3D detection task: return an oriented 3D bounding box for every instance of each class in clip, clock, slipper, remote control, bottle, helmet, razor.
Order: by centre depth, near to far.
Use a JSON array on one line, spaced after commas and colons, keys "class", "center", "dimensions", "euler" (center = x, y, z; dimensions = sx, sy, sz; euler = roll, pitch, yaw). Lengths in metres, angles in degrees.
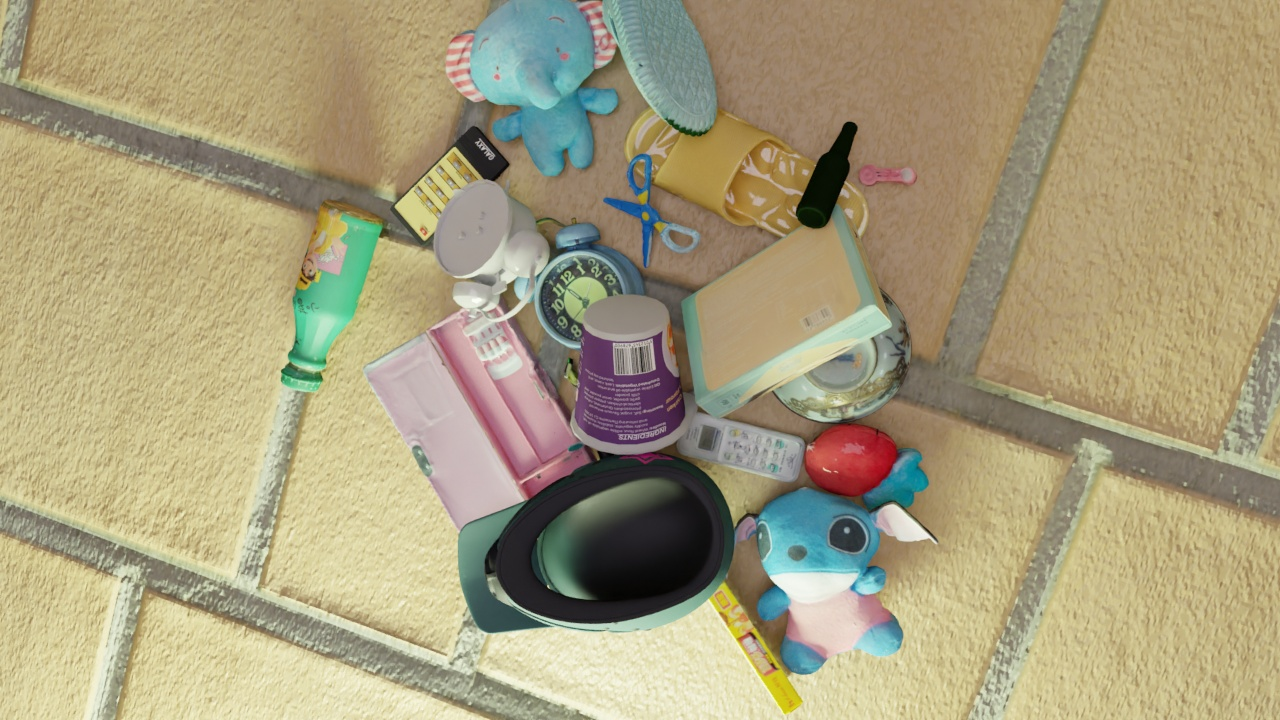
[{"class": "bottle", "center": [0.185, -0.183, 0.887], "dimensions": [0.033, 0.033, 0.122], "euler": [24, 65, 6]}, {"class": "slipper", "center": [0.004, -0.341, 0.903], "dimensions": [0.070, 0.115, 0.276], "euler": [-22, 71, 40]}, {"class": "helmet", "center": [-0.045, 0.190, 0.922], "dimensions": [0.274, 0.200, 0.176], "euler": [-12, 79, -12]}, {"class": "clip", "center": [0.251, -0.185, 0.923], "dimensions": [0.059, 0.045, 0.023], "euler": [5, 93, -5]}, {"class": "slipper", "center": [0.108, -0.187, 0.924], "dimensions": [0.263, 0.078, 0.099], "euler": [27, 99, 3]}, {"class": "clock", "center": [-0.155, -0.114, 0.945], "dimensions": [0.120, 0.061, 0.159], "euler": [-35, 58, 22]}, {"class": "clock", "center": [-0.067, -0.078, 0.972], "dimensions": [0.118, 0.060, 0.162], "euler": [-44, 84, 12]}, {"class": "remote control", "center": [0.107, 0.091, 0.981], "dimensions": [0.133, 0.022, 0.050], "euler": [14, 99, 7]}, {"class": "razor", "center": [-0.053, 0.067, 0.999], "dimensions": [0.021, 0.044, 0.144], "euler": [-19, 99, -2]}, {"class": "remote control", "center": [-0.209, -0.190, 1.004], "dimensions": [0.133, 0.013, 0.058], "euler": [-42, 89, 11]}, {"class": "bottle", "center": [-0.346, -0.068, 1.011], "dimensions": [0.068, 0.068, 0.210], "euler": [21, 99, 6]}]

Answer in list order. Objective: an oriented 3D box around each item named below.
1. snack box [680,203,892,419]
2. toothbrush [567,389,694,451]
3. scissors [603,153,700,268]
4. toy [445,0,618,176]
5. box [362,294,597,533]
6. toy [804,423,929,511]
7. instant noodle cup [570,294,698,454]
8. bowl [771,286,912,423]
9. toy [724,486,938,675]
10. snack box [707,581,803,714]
[{"class": "snack box", "center": [0.131, -0.047, 0.886], "dimensions": [0.194, 0.141, 0.044], "euler": [-32, 132, 25]}, {"class": "toothbrush", "center": [0.009, 0.060, 0.978], "dimensions": [0.188, 0.019, 0.018], "euler": [-22, 104, 1]}, {"class": "scissors", "center": [0.010, -0.152, 0.952], "dimensions": [0.126, 0.013, 0.126], "euler": [28, 131, 32]}, {"class": "toy", "center": [-0.101, -0.279, 0.935], "dimensions": [0.183, 0.114, 0.181], "euler": [-14, 104, 3]}, {"class": "box", "center": [-0.175, 0.063, 1.014], "dimensions": [0.179, 0.040, 0.232], "euler": [-29, 91, 6]}, {"class": "toy", "center": [0.234, 0.109, 0.946], "dimensions": [0.133, 0.062, 0.092], "euler": [25, 132, -13]}, {"class": "instant noodle cup", "center": [-0.005, 0.005, 0.905], "dimensions": [0.136, 0.122, 0.122], "euler": [-15, 124, -20]}, {"class": "bowl", "center": [0.197, -0.008, 0.921], "dimensions": [0.160, 0.093, 0.160], "euler": [1, 97, 9]}, {"class": "toy", "center": [0.200, 0.222, 0.943], "dimensions": [0.224, 0.098, 0.191], "euler": [-14, 100, 22]}, {"class": "snack box", "center": [0.114, 0.297, 0.975], "dimensions": [0.025, 0.075, 0.152], "euler": [-33, 90, -6]}]
